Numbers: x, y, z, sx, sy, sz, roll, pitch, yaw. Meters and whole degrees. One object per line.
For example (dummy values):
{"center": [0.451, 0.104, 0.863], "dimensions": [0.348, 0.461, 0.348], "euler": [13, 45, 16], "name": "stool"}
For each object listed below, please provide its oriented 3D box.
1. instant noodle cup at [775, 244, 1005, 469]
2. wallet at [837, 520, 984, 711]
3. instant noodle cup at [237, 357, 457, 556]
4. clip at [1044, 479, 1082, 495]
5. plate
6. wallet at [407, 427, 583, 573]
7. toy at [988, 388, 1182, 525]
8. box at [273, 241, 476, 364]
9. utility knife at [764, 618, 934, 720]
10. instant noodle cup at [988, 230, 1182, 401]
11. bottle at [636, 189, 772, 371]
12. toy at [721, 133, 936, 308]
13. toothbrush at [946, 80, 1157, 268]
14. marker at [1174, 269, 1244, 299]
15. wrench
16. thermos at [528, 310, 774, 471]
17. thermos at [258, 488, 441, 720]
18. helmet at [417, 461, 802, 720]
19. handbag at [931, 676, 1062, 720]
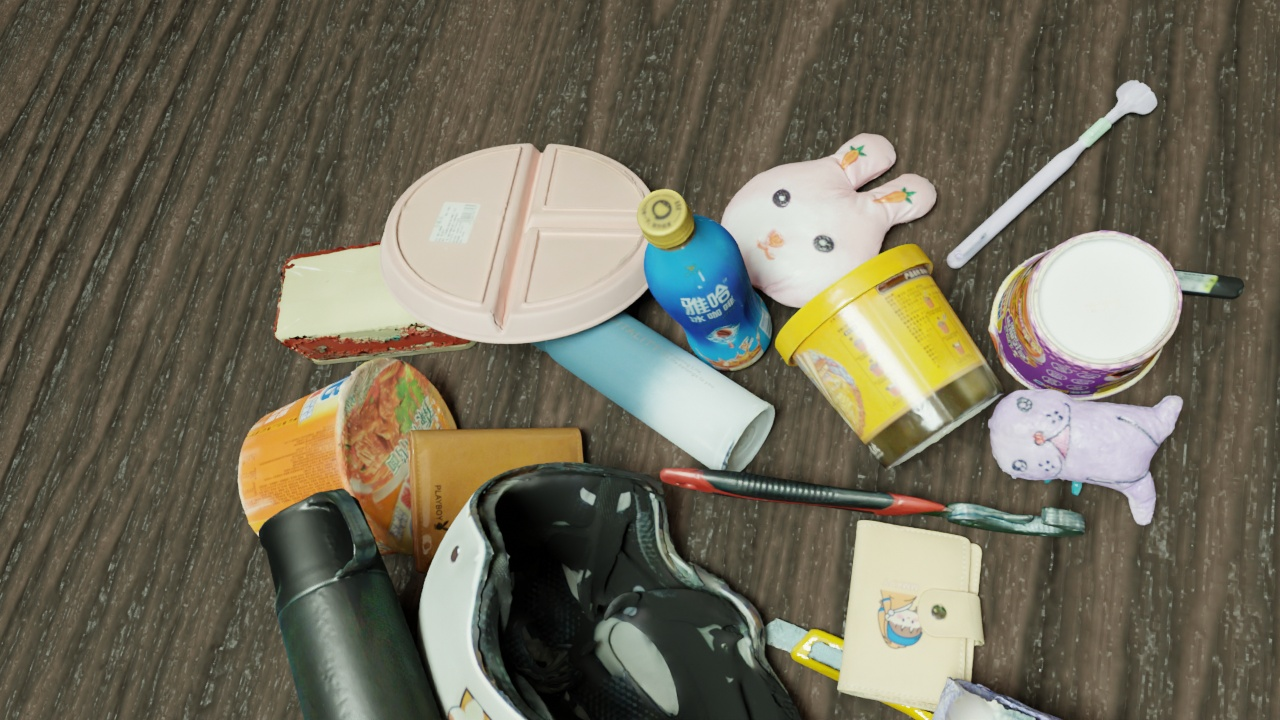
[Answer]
{"center": [0.172, 0.001, 0.620], "dimensions": [0.118, 0.118, 0.114], "euler": [-35, 73, 4], "name": "instant noodle cup"}
{"center": [0.180, 0.167, 0.602], "dimensions": [0.087, 0.024, 0.115], "euler": [8, 63, 12], "name": "wallet"}
{"center": [-0.222, 0.084, 0.701], "dimensions": [0.112, 0.151, 0.151], "euler": [-16, 68, 21], "name": "instant noodle cup"}
{"center": [0.292, 0.062, 0.614], "dimensions": [0.047, 0.014, 0.057], "euler": [21, 81, 24], "name": "clip"}
{"center": [-0.092, -0.104, 0.723], "dimensions": [0.229, 0.028, 0.229], "euler": [-1, 48, 1], "name": "plate"}
{"center": [-0.104, 0.102, 0.679], "dimensions": [0.131, 0.031, 0.107], "euler": [1, 69, -21], "name": "wallet"}
{"center": [0.280, 0.055, 0.592], "dimensions": [0.108, 0.038, 0.084], "euler": [10, 96, 21], "name": "toy"}
{"center": [-0.226, -0.052, 0.778], "dimensions": [0.168, 0.075, 0.091], "euler": [-6, 70, 16], "name": "box"}
{"center": [0.160, 0.214, 0.605], "dimensions": [0.181, 0.015, 0.033], "euler": [19, 76, 22], "name": "utility knife"}
{"center": [0.289, -0.031, 0.590], "dimensions": [0.112, 0.099, 0.111], "euler": [-1, 85, 16], "name": "instant noodle cup"}
{"center": [0.041, -0.051, 0.617], "dimensions": [0.065, 0.218, 0.065], "euler": [-5, 72, 16], "name": "bottle"}
{"center": [0.141, -0.111, 0.699], "dimensions": [0.159, 0.054, 0.121], "euler": [-36, 66, -5], "name": "toy"}
{"center": [0.298, -0.134, 0.674], "dimensions": [0.189, 0.021, 0.029], "euler": [-42, 68, 2], "name": "toothbrush"}
{"center": [0.348, -0.057, 0.636], "dimensions": [0.124, 0.015, 0.018], "euler": [9, 77, 17], "name": "marker"}
{"center": [0.148, 0.094, 0.613], "dimensions": [0.273, 0.056, 0.016], "euler": [6, 72, 11], "name": "wrench"}
{"center": [-0.004, 0.004, 0.696], "dimensions": [0.220, 0.070, 0.070], "euler": [34, 85, 23], "name": "thermos"}
{"center": [-0.140, 0.185, 0.486], "dimensions": [0.090, 0.068, 0.242], "euler": [-50, 59, 45], "name": "thermos"}
{"center": [-0.035, 0.205, 0.574], "dimensions": [0.157, 0.229, 0.274], "euler": [-44, 77, 28], "name": "helmet"}
{"center": [0.208, 0.297, 0.523], "dimensions": [0.134, 0.075, 0.193], "euler": [23, 81, 3], "name": "handbag"}
